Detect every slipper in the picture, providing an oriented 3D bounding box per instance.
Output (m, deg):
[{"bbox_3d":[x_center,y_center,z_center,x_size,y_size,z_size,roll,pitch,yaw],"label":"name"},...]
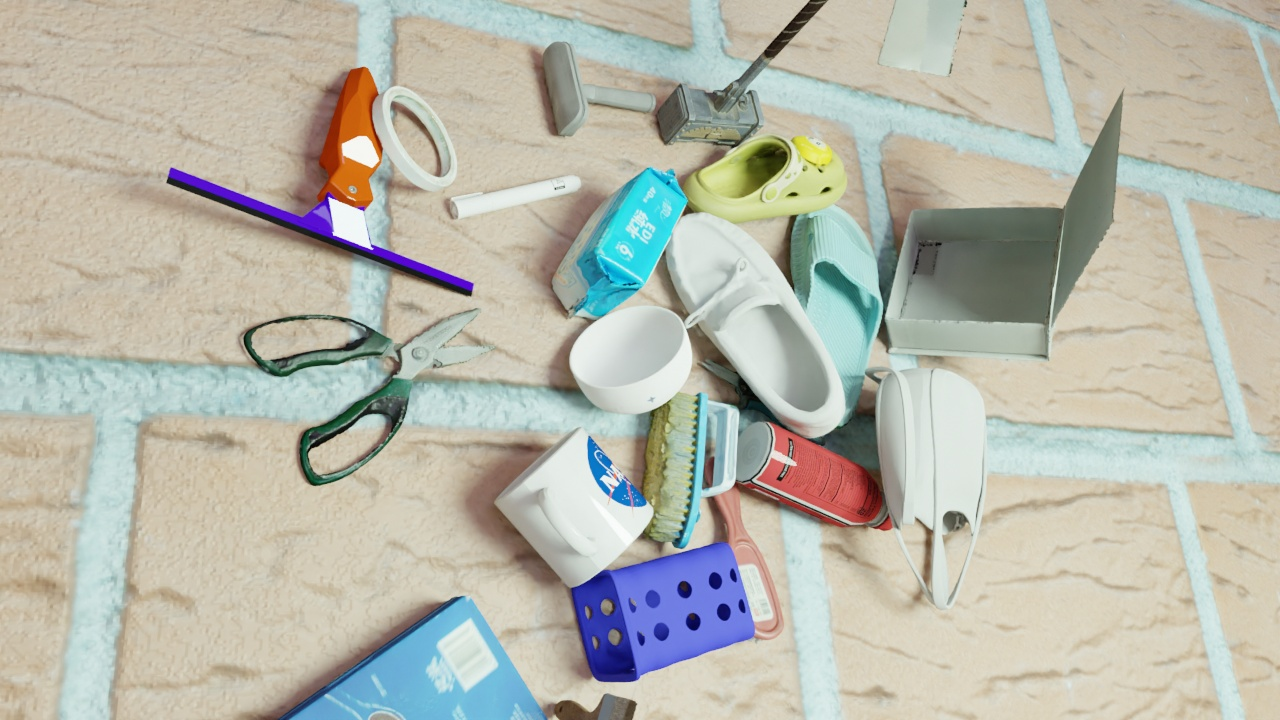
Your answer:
[{"bbox_3d":[0.203,-0.058,0.932,0.116,0.070,0.275,27,56,-21],"label":"slipper"},{"bbox_3d":[0.103,-0.037,0.855,0.112,0.075,0.246,-29,74,-10],"label":"slipper"},{"bbox_3d":[0.131,-0.197,0.938,0.190,0.082,0.091,-18,50,-26],"label":"slipper"}]

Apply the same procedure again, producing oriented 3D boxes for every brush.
[{"bbox_3d":[0.045,0.099,0.808,0.075,0.055,0.135,14,66,-17],"label":"brush"},{"bbox_3d":[0.085,0.167,0.819,0.041,0.030,0.172,1,58,-25],"label":"brush"},{"bbox_3d":[-0.038,0.256,0.655,0.008,0.143,0.045,24,71,-16],"label":"brush"}]

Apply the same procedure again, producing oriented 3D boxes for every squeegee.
[{"bbox_3d":[-0.240,-0.176,0.764,0.249,0.055,0.184,20,51,-35],"label":"squeegee"}]

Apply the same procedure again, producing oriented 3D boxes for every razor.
[{"bbox_3d":[-0.035,-0.263,0.914,0.116,0.047,0.088,-2,73,-36],"label":"razor"}]

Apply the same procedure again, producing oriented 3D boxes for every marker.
[{"bbox_3d":[-0.113,-0.153,0.843,0.133,0.017,0.020,-20,80,-31],"label":"marker"}]

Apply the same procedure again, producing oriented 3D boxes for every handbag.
[{"bbox_3d":[0.271,0.123,0.874,0.215,0.096,0.222,18,69,-53],"label":"handbag"}]

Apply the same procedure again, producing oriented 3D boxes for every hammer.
[{"bbox_3d":[0.131,-0.295,0.840,0.098,0.323,0.044,-4,73,-28],"label":"hammer"}]

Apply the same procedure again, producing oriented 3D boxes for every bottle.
[{"bbox_3d":[0.170,0.116,0.858,0.176,0.062,0.062,26,62,-23],"label":"bottle"}]

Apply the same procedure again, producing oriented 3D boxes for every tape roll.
[{"bbox_3d":[-0.193,-0.190,0.789,0.093,0.013,0.092,49,28,-38],"label":"tape roll"}]

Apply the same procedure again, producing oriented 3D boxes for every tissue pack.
[{"bbox_3d":[-0.019,-0.102,0.830,0.061,0.093,0.144,39,59,-18],"label":"tissue pack"}]

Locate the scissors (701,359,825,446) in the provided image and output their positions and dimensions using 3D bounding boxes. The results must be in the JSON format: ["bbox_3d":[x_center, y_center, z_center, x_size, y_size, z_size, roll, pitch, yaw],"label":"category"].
[{"bbox_3d":[0.126,0.042,0.892,0.128,0.019,0.138,-17,78,-30],"label":"scissors"}]

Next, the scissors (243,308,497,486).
[{"bbox_3d":[-0.218,-0.010,0.739,0.154,0.015,0.208,48,58,-2],"label":"scissors"}]

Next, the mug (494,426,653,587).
[{"bbox_3d":[-0.053,0.117,0.715,0.091,0.121,0.090,-41,93,5],"label":"mug"}]

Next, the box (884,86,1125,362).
[{"bbox_3d":[0.440,-0.133,0.831,0.148,0.508,0.166,31,59,-19],"label":"box"}]

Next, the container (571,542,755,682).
[{"bbox_3d":[0.018,0.201,0.739,0.113,0.085,0.084,-8,76,-30],"label":"container"}]

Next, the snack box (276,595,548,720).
[{"bbox_3d":[-0.141,0.317,0.632,0.195,0.056,0.239,-31,88,-32],"label":"snack box"}]

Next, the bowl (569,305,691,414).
[{"bbox_3d":[-0.005,0.005,0.799,0.104,0.105,0.054,-55,140,-31],"label":"bowl"}]
